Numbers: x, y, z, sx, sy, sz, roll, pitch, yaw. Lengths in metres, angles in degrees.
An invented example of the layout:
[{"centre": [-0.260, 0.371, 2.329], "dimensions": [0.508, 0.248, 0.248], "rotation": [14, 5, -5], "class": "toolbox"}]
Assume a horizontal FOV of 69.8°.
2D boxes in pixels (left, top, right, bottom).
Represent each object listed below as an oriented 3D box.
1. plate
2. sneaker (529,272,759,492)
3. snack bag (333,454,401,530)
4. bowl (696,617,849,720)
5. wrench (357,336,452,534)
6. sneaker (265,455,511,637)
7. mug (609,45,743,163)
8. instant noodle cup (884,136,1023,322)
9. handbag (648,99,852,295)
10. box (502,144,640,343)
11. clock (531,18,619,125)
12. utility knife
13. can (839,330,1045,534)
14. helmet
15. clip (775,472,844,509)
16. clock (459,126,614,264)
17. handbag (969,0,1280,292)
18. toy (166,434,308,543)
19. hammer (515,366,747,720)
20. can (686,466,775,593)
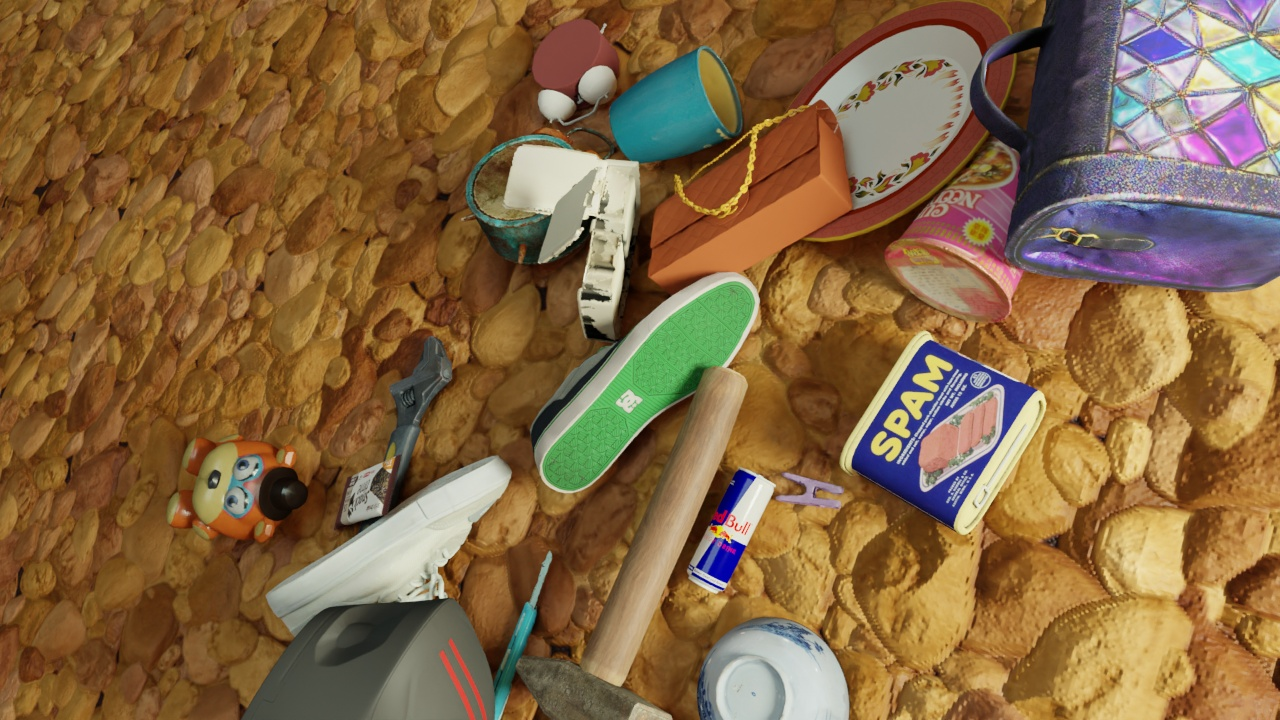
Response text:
[{"centre": [0.194, -0.190, 0.741], "dimensions": [0.230, 0.021, 0.229], "rotation": [-31, 41, 32], "class": "plate"}, {"centre": [-0.005, 0.005, 0.775], "dimensions": [0.235, 0.084, 0.079], "rotation": [-43, 35, 5], "class": "sneaker"}, {"centre": [-0.260, 0.126, 0.866], "dimensions": [0.158, 0.013, 0.057], "rotation": [-22, 55, 53], "class": "snack bag"}, {"centre": [0.084, 0.236, 0.645], "dimensions": [0.114, 0.045, 0.114], "rotation": [-11, 65, 26], "class": "bowl"}, {"centre": [-0.240, 0.105, 0.899], "dimensions": [0.073, 0.022, 0.273], "rotation": [2, 71, 36], "class": "wrench"}, {"centre": [-0.207, 0.178, 0.822], "dimensions": [0.242, 0.089, 0.091], "rotation": [-33, 94, -2], "class": "sneaker"}, {"centre": [0.033, -0.238, 0.856], "dimensions": [0.104, 0.084, 0.111], "rotation": [-17, 34, 29], "class": "mug"}, {"centre": [0.247, -0.099, 0.664], "dimensions": [0.098, 0.097, 0.108], "rotation": [27, 78, 35], "class": "instant noodle cup"}, {"centre": [0.082, -0.138, 0.761], "dimensions": [0.172, 0.060, 0.108], "rotation": [-28, 41, 34], "class": "handbag"}, {"centre": [-0.064, -0.118, 0.768], "dimensions": [0.106, 0.193, 0.143], "rotation": [7, 67, 5], "class": "box"}, {"centre": [-0.066, -0.297, 0.949], "dimensions": [0.087, 0.044, 0.124], "rotation": [-17, 63, 23], "class": "clock"}, {"centre": [-0.102, 0.233, 0.773], "dimensions": [0.022, 0.015, 0.151], "rotation": [-1, 66, 57], "class": "utility knife"}, {"centre": [0.212, 0.051, 0.641], "dimensions": [0.092, 0.056, 0.116], "rotation": [31, 88, 34], "class": "can"}, {"centre": [-0.202, 0.286, 0.709], "dimensions": [0.170, 0.163, 0.265], "rotation": [30, 119, 5], "class": "helmet"}, {"centre": [0.129, 0.099, 0.696], "dimensions": [0.052, 0.013, 0.035], "rotation": [4, 73, 28], "class": "clip"}, {"centre": [-0.091, -0.166, 0.895], "dimensions": [0.121, 0.073, 0.157], "rotation": [36, 75, 30], "class": "clock"}, {"centre": [0.324, -0.158, 0.580], "dimensions": [0.222, 0.125, 0.204], "rotation": [13, 75, 7], "class": "handbag"}, {"centre": [-0.414, 0.133, 0.952], "dimensions": [0.176, 0.096, 0.112], "rotation": [2, 70, 19], "class": "toy"}, {"centre": [0.009, 0.140, 0.710], "dimensions": [0.158, 0.037, 0.300], "rotation": [4, 65, 56], "class": "hammer"}, {"centre": [0.069, 0.130, 0.705], "dimensions": [0.032, 0.032, 0.095], "rotation": [24, 83, 35], "class": "can"}]
